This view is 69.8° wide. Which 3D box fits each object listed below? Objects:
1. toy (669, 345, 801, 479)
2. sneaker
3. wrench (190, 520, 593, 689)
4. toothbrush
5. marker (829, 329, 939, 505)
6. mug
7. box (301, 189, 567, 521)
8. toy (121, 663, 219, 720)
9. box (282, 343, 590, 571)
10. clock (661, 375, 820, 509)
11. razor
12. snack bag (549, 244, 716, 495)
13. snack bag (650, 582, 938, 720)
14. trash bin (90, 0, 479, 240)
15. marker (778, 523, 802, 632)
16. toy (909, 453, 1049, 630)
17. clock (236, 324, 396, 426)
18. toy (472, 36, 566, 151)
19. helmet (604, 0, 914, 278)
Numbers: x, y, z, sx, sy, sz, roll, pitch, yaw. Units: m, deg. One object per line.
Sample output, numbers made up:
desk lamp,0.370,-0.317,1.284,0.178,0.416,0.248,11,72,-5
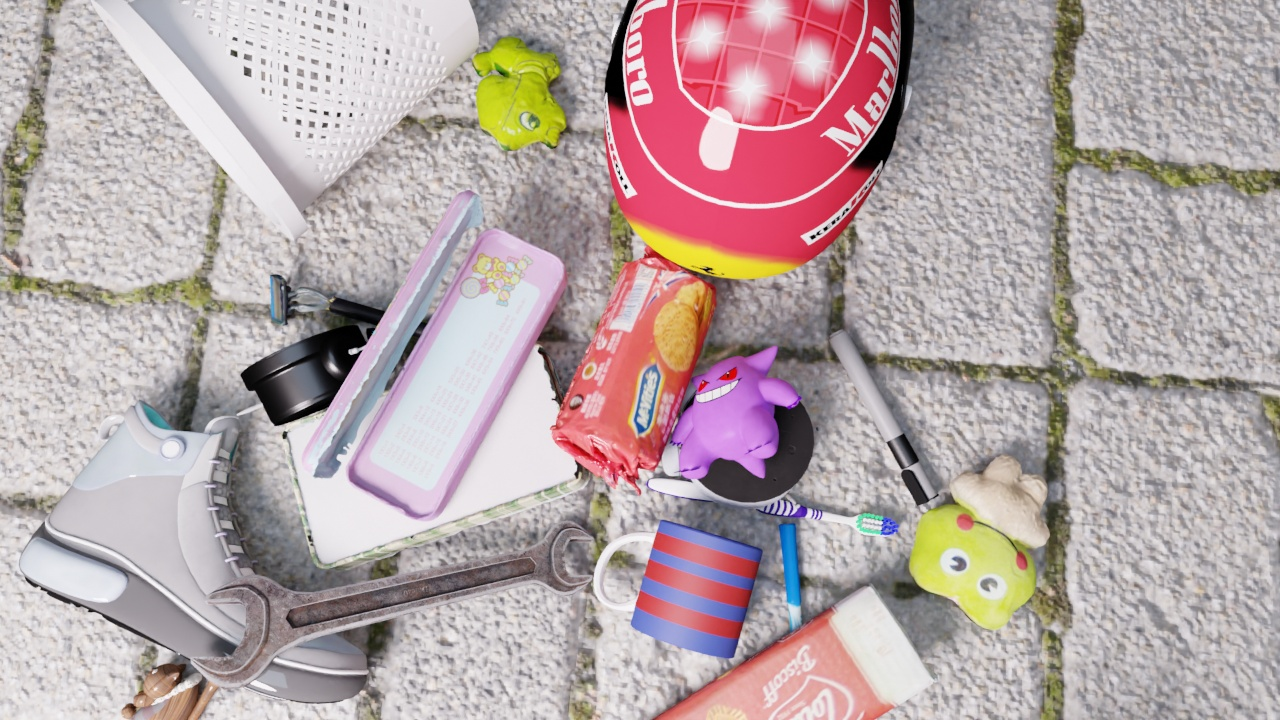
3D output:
toy,0.065,0.036,0.624,0.106,0.056,0.088,-22,55,34
sneaker,-0.291,0.131,0.656,0.257,0.093,0.160,21,74,4
wrench,-0.159,0.160,0.629,0.273,0.010,0.070,-9,65,-20
toothbrush,0.096,0.107,0.675,0.187,0.016,0.015,10,77,3
marker,0.180,0.041,0.682,0.016,0.016,0.140,-27,81,-3
mug,0.022,0.153,0.645,0.112,0.075,0.076,13,81,21
box,-0.136,-0.004,0.618,0.089,0.093,0.214,26,80,9
toy,-0.345,0.262,0.655,0.055,0.042,0.101,33,74,-15
box,-0.149,0.070,0.675,0.205,0.050,0.117,-20,76,-2
clock,0.065,0.057,0.667,0.123,0.035,0.094,16,70,9
razor,-0.214,-0.035,0.709,0.144,0.022,0.043,13,123,0
snack bag,-0.004,0.004,0.650,0.082,0.082,0.176,20,65,5
snack bag,0.088,0.245,0.631,0.225,0.041,0.077,-33,77,4
trash bin,-0.237,-0.226,0.666,0.199,0.196,0.195,-42,82,-14
marker,0.112,0.189,0.662,0.013,0.013,0.141,-4,81,1
toy,0.248,0.124,0.652,0.092,0.043,0.117,33,82,8
clock,-0.227,0.007,0.665,0.121,0.091,0.042,-25,91,7
toy,-0.095,-0.210,0.725,0.094,0.036,0.093,27,75,5
helmet,0.079,-0.192,0.620,0.198,0.225,0.270,15,83,4
